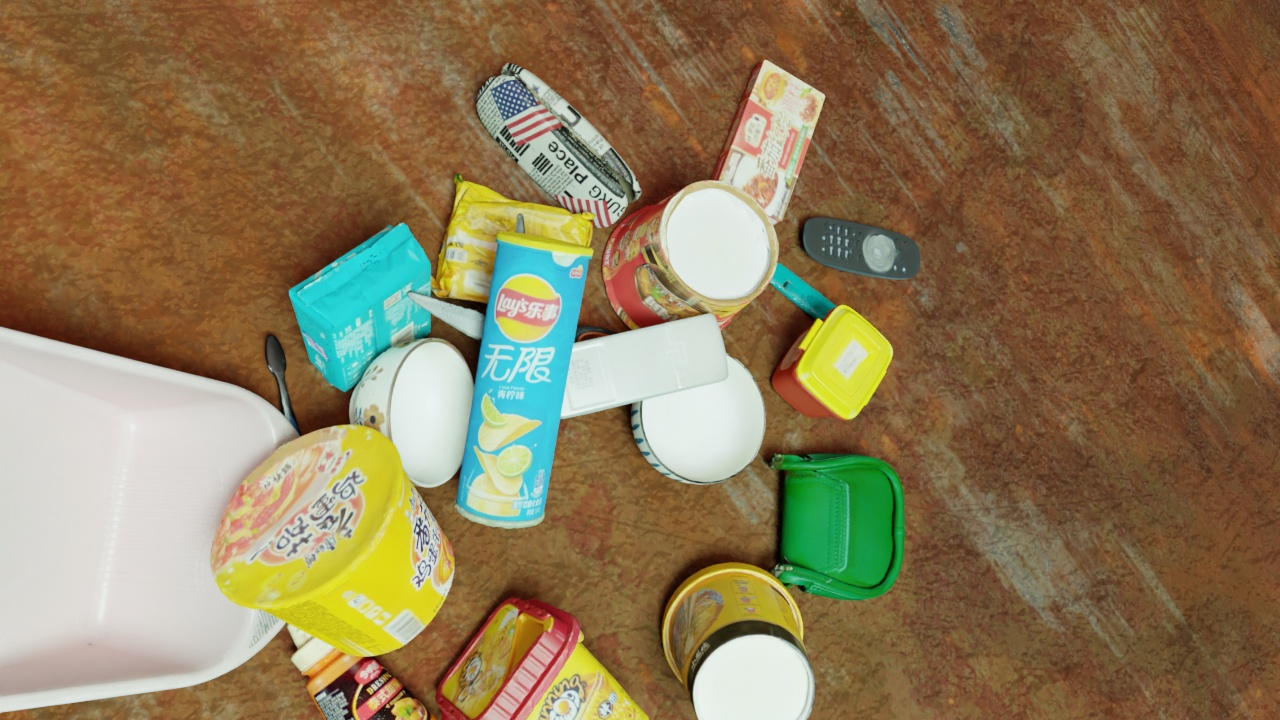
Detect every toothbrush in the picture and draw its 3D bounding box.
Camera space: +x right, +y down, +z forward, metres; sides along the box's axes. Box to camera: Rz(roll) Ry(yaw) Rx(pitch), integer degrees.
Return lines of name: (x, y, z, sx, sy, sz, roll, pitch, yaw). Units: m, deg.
toothbrush: (-0.265, 0.072, 0.707, 0.014, 0.016, 0.189, -13, 87, -26)

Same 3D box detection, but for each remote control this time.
remote control: (0.218, -0.110, 0.916, 0.136, 0.024, 0.053, 9, 75, -20)
remote control: (-0.004, 0.004, 0.740, 0.150, 0.021, 0.058, -12, 90, -11)

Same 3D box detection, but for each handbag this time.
handbag: (0.171, 0.147, 0.825, 0.120, 0.068, 0.131, 7, 77, -18)

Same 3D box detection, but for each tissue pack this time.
tissue pack: (-0.205, -0.039, 0.683, 0.050, 0.134, 0.093, 45, 63, 10)

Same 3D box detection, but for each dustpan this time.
dustpan: (-0.327, 0.100, 0.574, 0.139, 0.273, 0.222, 2, 81, 9)

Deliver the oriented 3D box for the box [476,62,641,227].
box: (-0.076, -0.182, 0.798, 0.163, 0.075, 0.082, 46, 79, -10)

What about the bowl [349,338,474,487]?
bowl: (-0.182, 0.039, 0.706, 0.062, 0.113, 0.113, 2, 75, 24)

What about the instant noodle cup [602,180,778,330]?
instant noodle cup: (0.048, -0.090, 0.802, 0.137, 0.109, 0.137, 4, 78, -20)

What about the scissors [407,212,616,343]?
scissors: (-0.095, 0.001, 0.736, 0.233, 0.022, 0.221, 15, 95, -43)

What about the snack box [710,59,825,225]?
snack box: (0.124, -0.212, 0.899, 0.075, 0.025, 0.152, 26, 72, -15)

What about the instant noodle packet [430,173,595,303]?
instant noodle packet: (-0.110, -0.090, 0.778, 0.128, 0.044, 0.110, 14, 77, -15)

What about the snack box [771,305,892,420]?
snack box: (0.171, 0.005, 0.846, 0.082, 0.080, 0.091, 41, 69, -10)

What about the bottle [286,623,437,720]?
bottle: (-0.207, 0.246, 0.671, 0.066, 0.067, 0.149, -38, 87, -23)

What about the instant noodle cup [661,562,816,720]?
instant noodle cup: (0.081, 0.237, 0.730, 0.118, 0.114, 0.118, -1, 98, -4)

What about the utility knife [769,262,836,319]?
utility knife: (0.176, -0.049, 0.894, 0.166, 0.013, 0.029, 36, 68, -11)

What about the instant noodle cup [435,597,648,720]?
instant noodle cup: (-0.071, 0.260, 0.696, 0.123, 0.116, 0.116, 46, 67, -20)

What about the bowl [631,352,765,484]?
bowl: (0.043, 0.050, 0.796, 0.116, 0.066, 0.116, 3, 80, -19)

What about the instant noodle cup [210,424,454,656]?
instant noodle cup: (-0.200, 0.130, 0.630, 0.137, 0.138, 0.110, -50, 140, -21)

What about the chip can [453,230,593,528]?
chip can: (-0.088, 0.014, 0.681, 0.071, 0.071, 0.210, 7, 100, -19)
